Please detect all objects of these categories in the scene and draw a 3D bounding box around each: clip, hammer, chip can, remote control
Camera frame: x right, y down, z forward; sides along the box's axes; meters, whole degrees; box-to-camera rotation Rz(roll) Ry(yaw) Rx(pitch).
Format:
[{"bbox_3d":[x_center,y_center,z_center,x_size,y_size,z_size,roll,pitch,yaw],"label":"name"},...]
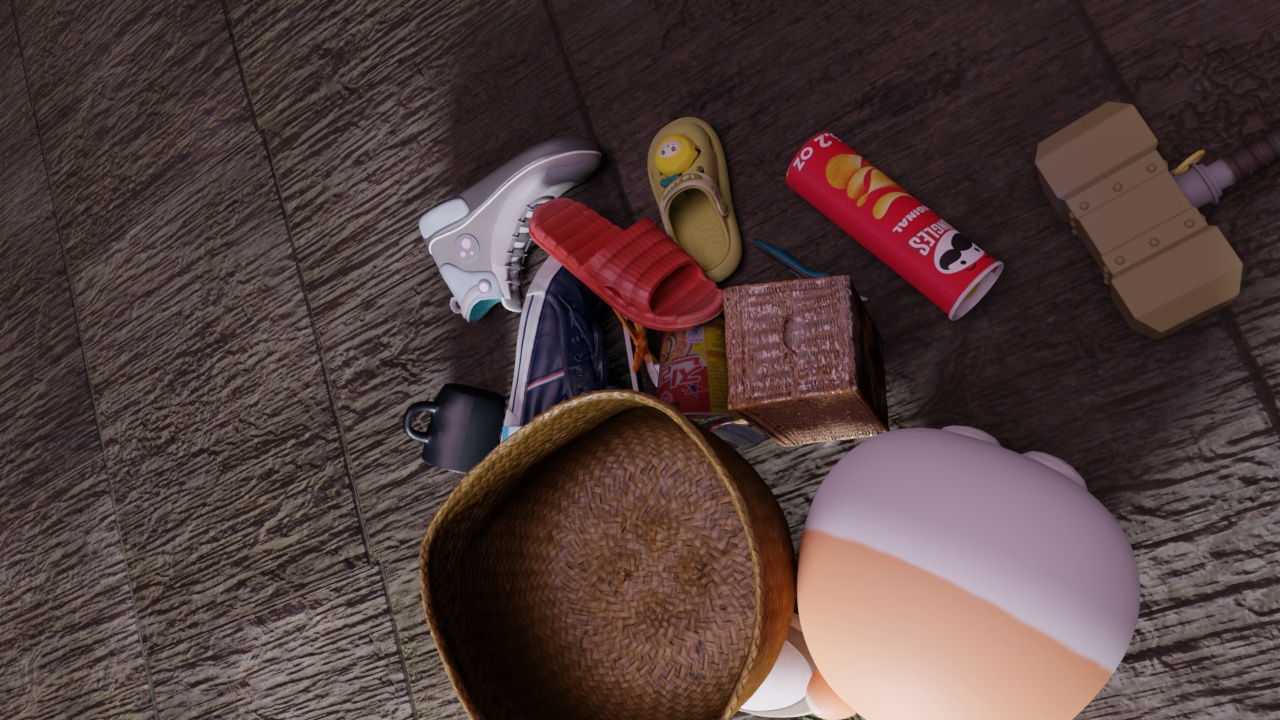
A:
[{"bbox_3d":[0.083,0.145,0.972,0.169,0.031,0.164,-14,93,52],"label":"clip"},{"bbox_3d":[0.519,-0.176,0.745,0.326,0.100,0.190,-31,73,22],"label":"hammer"},{"bbox_3d":[0.244,-0.136,0.902,0.220,0.069,0.069,45,106,23],"label":"chip can"},{"bbox_3d":[-0.006,0.006,1.007,0.008,0.045,0.146,-13,55,4],"label":"remote control"}]

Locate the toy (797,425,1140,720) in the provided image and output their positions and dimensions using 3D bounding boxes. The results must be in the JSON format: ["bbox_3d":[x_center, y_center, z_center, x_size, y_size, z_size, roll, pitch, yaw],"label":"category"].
[{"bbox_3d":[0.259,0.196,0.766,0.263,0.265,0.280,22,82,33],"label":"toy"}]

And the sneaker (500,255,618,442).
[{"bbox_3d":[-0.062,0.005,1.021,0.127,0.120,0.294,6,81,34],"label":"sneaker"}]

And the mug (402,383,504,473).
[{"bbox_3d":[-0.227,0.078,1.103,0.085,0.121,0.094,18,95,56],"label":"mug"}]

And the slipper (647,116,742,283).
[{"bbox_3d":[0.050,-0.175,0.999,0.092,0.081,0.190,-19,81,27],"label":"slipper"}]

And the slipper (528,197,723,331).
[{"bbox_3d":[-0.019,-0.115,0.977,0.249,0.103,0.059,33,145,21],"label":"slipper"}]

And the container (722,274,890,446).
[{"bbox_3d":[0.161,0.006,0.864,0.113,0.198,0.113,-7,72,22],"label":"container"}]

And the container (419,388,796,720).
[{"bbox_3d":[-0.011,0.195,0.813,0.307,0.196,0.306,-5,78,22],"label":"container"}]

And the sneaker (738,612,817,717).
[{"bbox_3d":[0.056,0.307,0.942,0.294,0.116,0.111,1,87,27],"label":"sneaker"}]

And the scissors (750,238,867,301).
[{"bbox_3d":[0.161,-0.082,0.969,0.151,0.019,0.119,-15,77,21],"label":"scissors"}]

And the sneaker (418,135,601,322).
[{"bbox_3d":[-0.139,-0.151,1.097,0.257,0.093,0.160,-23,85,23],"label":"sneaker"}]

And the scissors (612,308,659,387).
[{"bbox_3d":[0.004,-0.015,1.007,0.011,0.125,0.131,-23,115,22],"label":"scissors"}]

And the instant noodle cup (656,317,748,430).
[{"bbox_3d":[0.058,0.014,0.978,0.100,0.100,0.112,-9,75,26],"label":"instant noodle cup"}]

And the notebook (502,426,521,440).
[{"bbox_3d":[-0.067,0.193,0.945,0.181,0.009,0.253,-2,81,19],"label":"notebook"}]
